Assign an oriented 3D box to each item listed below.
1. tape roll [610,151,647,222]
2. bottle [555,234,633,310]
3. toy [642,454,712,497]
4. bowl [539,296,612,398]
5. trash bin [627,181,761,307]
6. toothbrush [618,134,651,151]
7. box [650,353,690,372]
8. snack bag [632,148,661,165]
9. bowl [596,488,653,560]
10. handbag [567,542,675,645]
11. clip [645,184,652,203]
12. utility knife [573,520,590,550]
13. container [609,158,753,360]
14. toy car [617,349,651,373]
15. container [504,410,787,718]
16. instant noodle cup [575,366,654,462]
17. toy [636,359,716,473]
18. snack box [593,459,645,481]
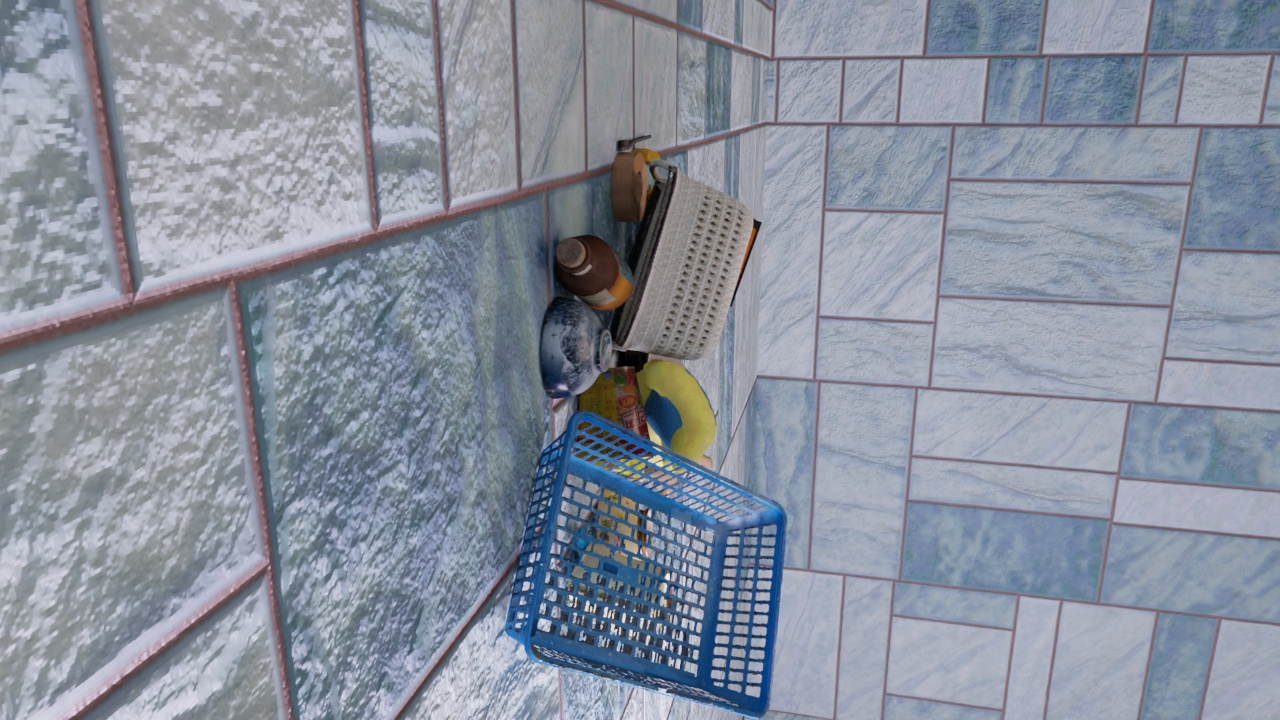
[{"bbox_3d":[-0.015,-0.236,1.248,0.094,0.027,0.094,5,89,-77],"label":"tape roll"},{"bbox_3d":[-0.057,-0.102,1.017,0.157,0.068,0.067,31,63,-75],"label":"bottle"},{"bbox_3d":[0.048,0.169,1.509,0.106,0.134,0.108,-45,-172,28],"label":"toy"},{"bbox_3d":[-0.066,-0.012,1.022,0.114,0.061,0.114,6,89,-76],"label":"bowl"},{"bbox_3d":[0.082,-0.169,1.363,0.171,0.140,0.140,-14,124,-76],"label":"trash bin"},{"bbox_3d":[-0.007,-0.309,1.296,0.167,0.013,0.013,-52,135,-68],"label":"toothbrush"},{"bbox_3d":[0.021,0.040,1.401,0.102,0.095,0.107,55,-18,38],"label":"box"},{"bbox_3d":[0.010,-0.297,1.342,0.099,0.026,0.020,-30,122,-76],"label":"snack bag"},{"bbox_3d":[-0.017,0.240,1.268,0.145,0.063,0.145,0,89,-82],"label":"bowl"},{"bbox_3d":[-0.021,0.298,1.149,0.081,0.119,0.111,-56,153,-43],"label":"handbag"},{"bbox_3d":[0.022,-0.248,1.413,0.046,0.047,0.054,170,-74,-78],"label":"clip"},{"bbox_3d":[-0.068,0.248,1.185,0.175,0.015,0.031,77,18,-55],"label":"utility knife"},{"bbox_3d":[0.044,-0.115,1.177,0.185,0.143,0.251,-172,-81,-81],"label":"container"},{"bbox_3d":[-0.008,0.008,1.303,0.040,0.048,0.113,-16,109,-74],"label":"toy car"},{"bbox_3d":[0.012,0.237,1.026,0.362,0.089,0.256,29,60,-36],"label":"container"},{"bbox_3d":[-0.034,0.065,1.122,0.100,0.100,0.112,8,78,-77],"label":"instant noodle cup"},{"bbox_3d":[0.033,0.073,1.191,0.214,0.084,0.149,146,-68,-73],"label":"toy"},{"bbox_3d":[-0.028,0.146,1.275,0.148,0.040,0.029,47,48,-72],"label":"snack box"}]
